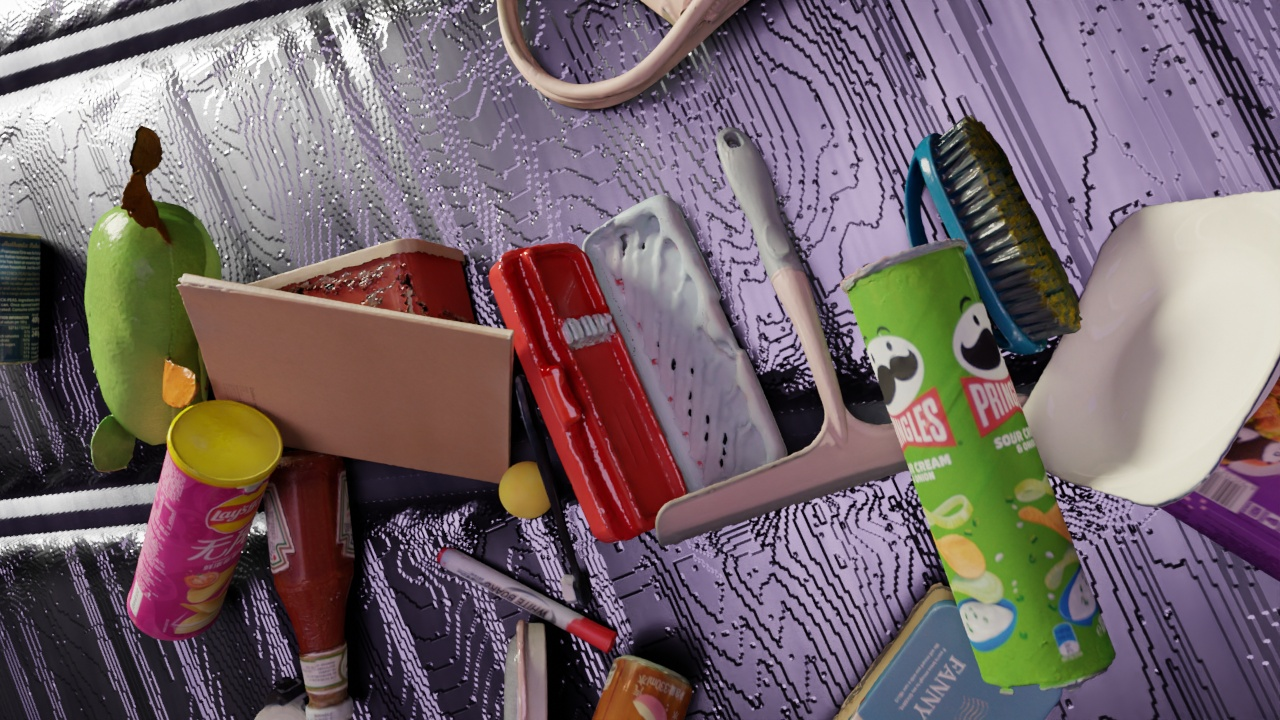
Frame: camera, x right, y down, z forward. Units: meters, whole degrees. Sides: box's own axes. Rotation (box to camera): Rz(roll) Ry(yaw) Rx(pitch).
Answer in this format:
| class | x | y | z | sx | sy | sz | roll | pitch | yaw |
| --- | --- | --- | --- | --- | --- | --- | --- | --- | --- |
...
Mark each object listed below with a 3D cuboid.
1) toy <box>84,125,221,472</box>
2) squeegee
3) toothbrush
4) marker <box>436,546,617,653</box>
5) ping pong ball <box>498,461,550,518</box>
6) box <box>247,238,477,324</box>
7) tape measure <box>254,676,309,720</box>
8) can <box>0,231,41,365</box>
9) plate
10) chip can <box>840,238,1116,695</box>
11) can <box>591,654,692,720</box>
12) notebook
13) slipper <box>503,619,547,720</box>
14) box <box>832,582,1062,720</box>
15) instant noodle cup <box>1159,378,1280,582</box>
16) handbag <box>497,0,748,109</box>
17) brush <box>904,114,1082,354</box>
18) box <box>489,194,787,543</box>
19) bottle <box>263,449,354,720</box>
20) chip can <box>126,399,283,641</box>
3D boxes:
| class | x | y | z | sx | sy | sz | roll | pitch | yaw |
| --- | --- | --- | --- | --- | --- | --- | --- | --- | --- |
| toy | -0.361 | -0.040 | 0.682 | 0.227 | 0.089 | 0.247 | 48 | 131 | 45 |
| squeegee | 0.093 | -0.041 | 0.566 | 0.247 | 0.040 | 0.249 | -17 | 77 | -2 |
| toothbrush | -0.061 | 0.092 | 0.622 | 0.018 | 0.015 | 0.181 | 0 | 115 | 26 |
| marker | -0.084 | 0.172 | 0.664 | 0.145 | 0.017 | 0.017 | 23 | 99 | 15 |
| ping pong ball | -0.079 | 0.091 | 0.645 | 0.040 | 0.040 | 0.040 | 1 | 93 | 17 |
| box | -0.208 | -0.026 | 0.653 | 0.168 | 0.091 | 0.076 | -14 | 86 | 18 |
| tape measure | -0.271 | 0.293 | 0.720 | 0.066 | 0.033 | 0.066 | 31 | 103 | 14 |
| can | -0.545 | -0.052 | 0.765 | 0.075 | 0.075 | 0.111 | 6 | 95 | 17 |
| plate | 0.272 | -0.004 | 0.470 | 0.034 | 0.163 | 0.164 | 25 | 92 | -7 |
| chip can | 0.181 | 0.055 | 0.499 | 0.072 | 0.072 | 0.236 | -20 | 82 | 17 |
| can | -0.016 | 0.270 | 0.593 | 0.058 | 0.058 | 0.147 | 16 | 65 | 16 |
| notebook | -0.192 | 0.020 | 0.620 | 0.211 | 0.012 | 0.150 | 10 | 134 | 1 |
| slipper | -0.094 | 0.316 | 0.630 | 0.054 | 0.114 | 0.274 | 3 | 92 | -7 |
| box | 0.177 | 0.223 | 0.563 | 0.090 | 0.060 | 0.184 | 32 | 103 | 13 |
| instant noodle cup | 0.330 | 0.056 | 0.487 | 0.099 | 0.111 | 0.112 | 29 | 101 | 24 |
| handbag | -0.009 | -0.274 | 0.591 | 0.193 | 0.093 | 0.235 | 42 | 112 | 11 |
| brush | 0.199 | -0.068 | 0.544 | 0.074 | 0.055 | 0.144 | -31 | 80 | 42 |
| box | 0.000 | 0.002 | 0.591 | 0.099 | 0.118 | 0.201 | -28 | 82 | 45 |
| bottle | -0.244 | 0.171 | 0.692 | 0.060 | 0.059 | 0.206 | -6 | 92 | 17 |
| chip can | -0.321 | 0.122 | 0.669 | 0.071 | 0.071 | 0.211 | 42 | 127 | 11 |
